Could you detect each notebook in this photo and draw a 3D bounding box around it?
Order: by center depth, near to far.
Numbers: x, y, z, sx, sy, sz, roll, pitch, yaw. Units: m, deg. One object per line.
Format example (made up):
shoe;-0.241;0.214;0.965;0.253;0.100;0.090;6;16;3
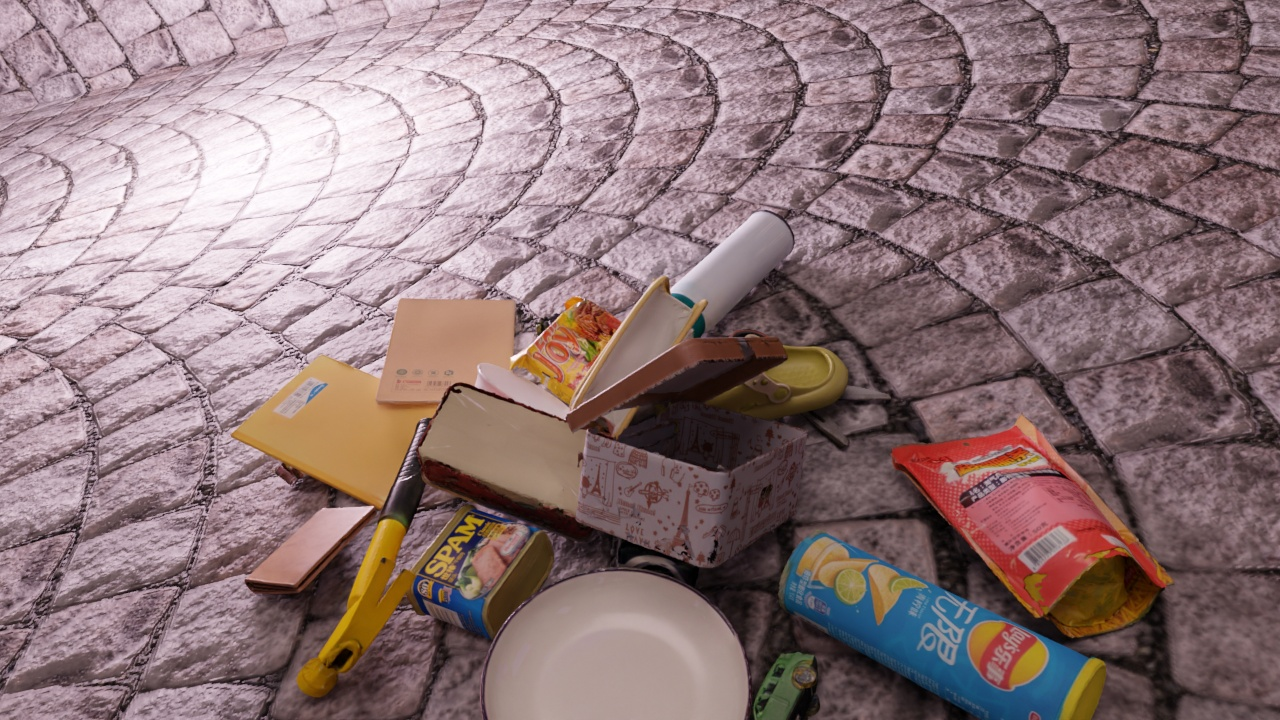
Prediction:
notebook;-0.312;0.070;0.987;0.206;0.010;0.145;20;47;19
notebook;-0.223;-0.015;1.081;0.148;0.008;0.207;0;36;-6

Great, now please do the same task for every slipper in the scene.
slipper;0.103;0.011;0.880;0.190;0.082;0.091;-10;38;1

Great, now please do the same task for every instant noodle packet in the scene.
instant noodle packet;-0.064;-0.007;0.985;0.111;0.044;0.128;34;49;9

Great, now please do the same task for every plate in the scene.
plate;-0.017;0.238;0.660;0.192;0.039;0.192;0;41;0

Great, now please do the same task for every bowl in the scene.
bowl;-0.126;0.060;0.920;0.118;0.118;0.065;38;99;47

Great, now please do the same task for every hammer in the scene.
hammer;-0.224;0.151;0.830;0.129;0.033;0.300;-47;20;26

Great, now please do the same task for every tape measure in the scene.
tape measure;0.014;0.166;0.741;0.066;0.066;0.033;12;40;10

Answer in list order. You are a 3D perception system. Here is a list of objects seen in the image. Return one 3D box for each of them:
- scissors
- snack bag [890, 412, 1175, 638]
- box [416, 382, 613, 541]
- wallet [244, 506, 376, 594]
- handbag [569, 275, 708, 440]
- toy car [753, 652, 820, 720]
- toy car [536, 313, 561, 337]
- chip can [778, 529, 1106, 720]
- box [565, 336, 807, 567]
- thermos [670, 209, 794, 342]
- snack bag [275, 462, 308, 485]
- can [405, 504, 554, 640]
scissors;0.138;0.026;0.930;0.225;0.015;0.188;-4;37;13
snack bag;0.299;0.116;0.718;0.128;0.073;0.207;-14;31;-7
box;-0.107;0.088;0.813;0.168;0.078;0.091;20;62;4
wallet;-0.303;0.173;0.845;0.116;0.020;0.101;-12;28;47
handbag;-0.005;0.005;0.910;0.063;0.179;0.163;34;83;4
toy car;0.097;0.243;0.630;0.036;0.043;0.091;11;42;26
toy car;-0.091;-0.011;1.042;0.048;0.032;0.105;-11;48;-1
chip can;0.202;0.191;0.639;0.210;0.071;0.071;22;49;39
box;0.045;0.047;0.749;0.150;0.166;0.181;15;14;29
thermos;0.090;-0.090;1.057;0.073;0.073;0.223;18;48;37
snack bag;-0.345;0.094;0.993;0.104;0.026;0.048;-38;38;-29
can;-0.134;0.180;0.783;0.083;0.057;0.101;11;43;27
